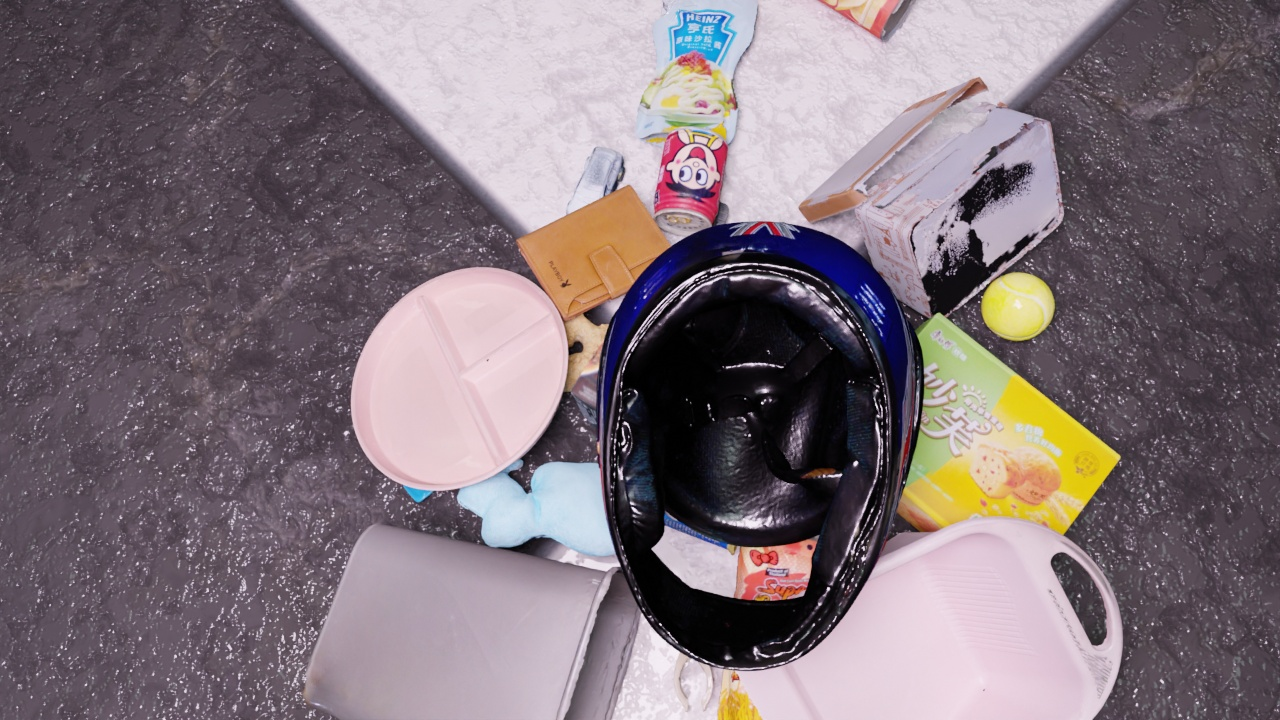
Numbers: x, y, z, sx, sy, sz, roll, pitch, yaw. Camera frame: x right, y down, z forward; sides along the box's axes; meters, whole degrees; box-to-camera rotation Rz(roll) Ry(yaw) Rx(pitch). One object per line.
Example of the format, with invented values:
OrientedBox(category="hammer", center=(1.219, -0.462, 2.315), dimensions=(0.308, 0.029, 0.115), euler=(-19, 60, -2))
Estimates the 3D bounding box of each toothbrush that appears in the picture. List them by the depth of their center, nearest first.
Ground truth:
OrientedBox(category="toothbrush", center=(0.072, -0.076, 0.931), dimensions=(0.016, 0.014, 0.188), euler=(10, 75, -7))

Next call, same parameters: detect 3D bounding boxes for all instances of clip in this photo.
OrientedBox(category="clip", center=(0.045, 0.264, 0.828), dimensions=(0.071, 0.035, 0.100), euler=(-3, 70, 3))

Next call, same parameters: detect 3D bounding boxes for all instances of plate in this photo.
OrientedBox(category="plate", center=(-0.173, 0.017, 0.883), dimensions=(0.230, 0.028, 0.229), euler=(-7, 65, 16))

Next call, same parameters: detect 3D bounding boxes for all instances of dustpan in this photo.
OrientedBox(category="dustpan", center=(0.236, 0.245, 0.726), dimensions=(0.272, 0.139, 0.222), euler=(-35, 99, -24))

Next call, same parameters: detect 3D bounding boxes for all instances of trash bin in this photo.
OrientedBox(category="trash bin", center=(-0.132, 0.246, 0.770), dimensions=(0.220, 0.199, 0.198), euler=(13, 74, 14))

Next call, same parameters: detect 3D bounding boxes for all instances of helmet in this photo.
OrientedBox(category="helmet", center=(0.089, 0.051, 0.719), dimensions=(0.247, 0.240, 0.315), euler=(5, 95, 10))

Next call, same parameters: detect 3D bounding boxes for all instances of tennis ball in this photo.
OrientedBox(category="tennis ball", center=(0.361, -0.052, 0.879), dimensions=(0.065, 0.065, 0.065), euler=(-1, 74, 3))

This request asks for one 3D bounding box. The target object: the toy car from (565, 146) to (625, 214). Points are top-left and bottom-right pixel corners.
OrientedBox(category="toy car", center=(-0.047, -0.181, 0.956), dimensions=(0.043, 0.034, 0.090), euler=(21, 78, 6))

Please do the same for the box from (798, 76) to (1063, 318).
OrientedBox(category="box", center=(0.268, -0.170, 0.898), dimensions=(0.182, 0.155, 0.187), euler=(-38, 39, -7))

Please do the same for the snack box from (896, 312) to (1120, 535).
OrientedBox(category="snack box", center=(0.295, 0.084, 0.836), dimensions=(0.210, 0.070, 0.157), euler=(41, 78, 9))

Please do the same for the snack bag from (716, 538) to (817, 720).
OrientedBox(category="snack bag", center=(0.135, 0.260, 0.815), dimensions=(0.128, 0.073, 0.207), euler=(12, 68, 7))

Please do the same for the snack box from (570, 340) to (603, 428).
OrientedBox(category="snack box", center=(-0.005, 0.005, 0.860), dimensions=(0.053, 0.113, 0.125), euler=(30, 77, 12))

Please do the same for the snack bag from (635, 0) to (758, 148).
OrientedBox(category="snack bag", center=(0.061, -0.317, 0.986), dimensions=(0.110, 0.039, 0.190), euler=(5, 74, 16))

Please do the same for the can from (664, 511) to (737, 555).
OrientedBox(category="can", center=(0.065, 0.118, 0.855), dimensions=(0.083, 0.057, 0.102), euler=(19, 76, 11))

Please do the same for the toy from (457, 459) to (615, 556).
OrientedBox(category="toy", center=(-0.076, 0.132, 0.853), dimensions=(0.156, 0.050, 0.161), euler=(-24, 50, -25))

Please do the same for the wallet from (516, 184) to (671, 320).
OrientedBox(category="wallet", center=(-0.042, -0.106, 0.908), dimensions=(0.131, 0.031, 0.107), euler=(-27, 69, -10))

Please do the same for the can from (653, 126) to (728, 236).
OrientedBox(category="can", center=(0.050, -0.180, 0.932), dimensions=(0.066, 0.066, 0.093), euler=(9, 75, 6))

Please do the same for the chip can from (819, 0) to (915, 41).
OrientedBox(category="chip can", center=(0.195, -0.432, 0.991), dimensions=(0.216, 0.073, 0.073), euler=(36, 79, 12))

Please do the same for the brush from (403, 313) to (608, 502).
OrientedBox(category="brush", center=(-0.128, 0.045, 0.898), dimensions=(0.254, 0.046, 0.083), euler=(-42, 76, -4))
